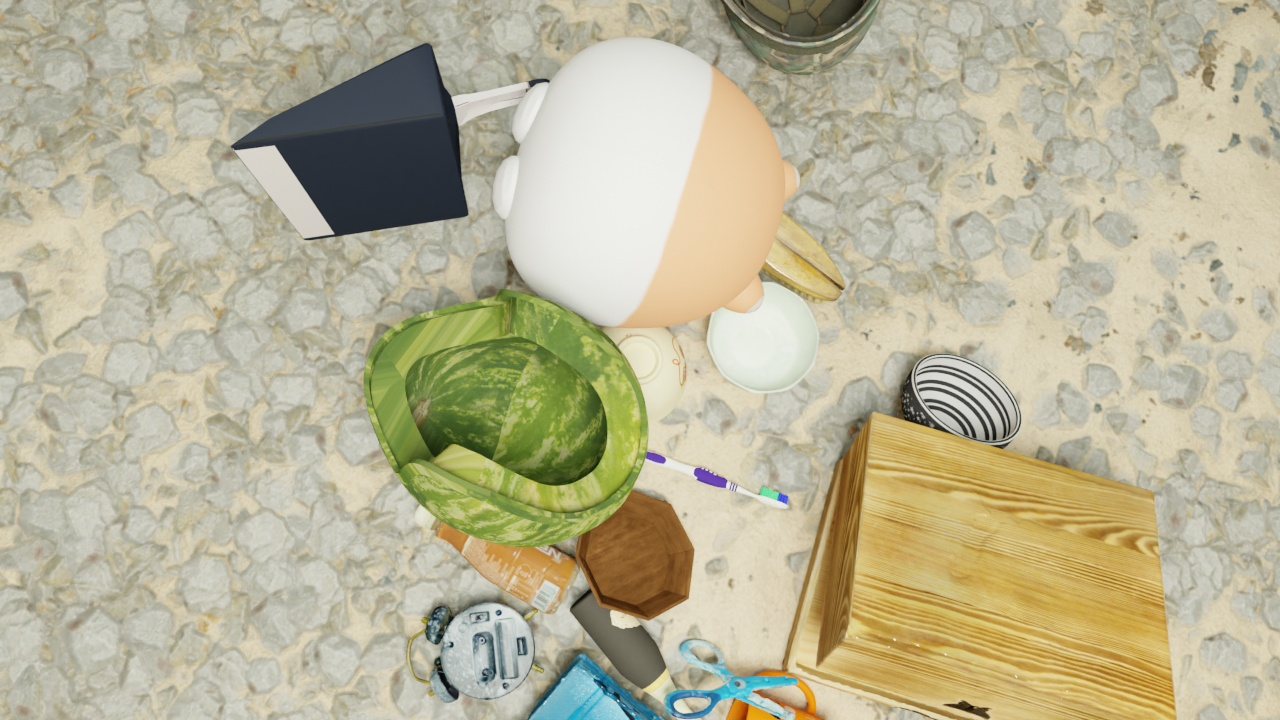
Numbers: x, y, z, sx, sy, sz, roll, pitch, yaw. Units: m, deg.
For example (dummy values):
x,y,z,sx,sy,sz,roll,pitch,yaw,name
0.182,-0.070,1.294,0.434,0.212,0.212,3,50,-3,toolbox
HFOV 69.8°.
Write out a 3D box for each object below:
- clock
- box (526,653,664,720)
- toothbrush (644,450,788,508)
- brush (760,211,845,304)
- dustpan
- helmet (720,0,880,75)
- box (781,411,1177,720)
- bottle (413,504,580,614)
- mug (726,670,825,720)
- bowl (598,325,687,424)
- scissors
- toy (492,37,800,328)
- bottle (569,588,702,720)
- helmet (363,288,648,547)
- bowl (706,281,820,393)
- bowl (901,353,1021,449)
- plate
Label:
x,y,z,sx,sy,sz,roll,pitch,yaw,name
-0.159,0.278,0.879,0.129,0.052,0.090,-5,81,-7,clock
-0.021,0.411,0.861,0.231,0.033,0.175,40,102,3,box
0.065,0.119,0.949,0.186,0.015,0.016,19,74,-2,toothbrush
0.136,-0.129,0.986,0.195,0.043,0.059,39,79,3,brush
-0.213,-0.209,0.867,0.273,0.236,0.080,-10,80,-8,dustpan
0.163,-0.419,0.943,0.193,0.236,0.224,-10,84,7,helmet
0.310,0.216,0.886,0.279,0.221,0.257,15,56,3,box
-0.142,0.183,0.894,0.167,0.059,0.059,30,78,1,bottle
0.138,0.358,0.890,0.096,0.078,0.112,22,47,-2,mug
-0.006,0.005,0.932,0.118,0.074,0.118,1,80,-6,bowl
0.080,0.312,0.863,0.137,0.127,0.012,21,120,31,scissors
0.007,-0.155,0.865,0.280,0.266,0.263,17,90,-15,toy
0.006,0.300,0.895,0.045,0.045,0.184,-39,86,-11,bottle
-0.116,0.055,0.828,0.243,0.248,0.213,35,72,-36,helmet
0.122,-0.018,0.956,0.117,0.061,0.117,1,79,-5,bowl
0.323,0.058,0.953,0.120,0.067,0.120,10,46,-11,bowl
-0.008,0.192,0.900,0.131,0.025,0.131,13,58,-22,plate
